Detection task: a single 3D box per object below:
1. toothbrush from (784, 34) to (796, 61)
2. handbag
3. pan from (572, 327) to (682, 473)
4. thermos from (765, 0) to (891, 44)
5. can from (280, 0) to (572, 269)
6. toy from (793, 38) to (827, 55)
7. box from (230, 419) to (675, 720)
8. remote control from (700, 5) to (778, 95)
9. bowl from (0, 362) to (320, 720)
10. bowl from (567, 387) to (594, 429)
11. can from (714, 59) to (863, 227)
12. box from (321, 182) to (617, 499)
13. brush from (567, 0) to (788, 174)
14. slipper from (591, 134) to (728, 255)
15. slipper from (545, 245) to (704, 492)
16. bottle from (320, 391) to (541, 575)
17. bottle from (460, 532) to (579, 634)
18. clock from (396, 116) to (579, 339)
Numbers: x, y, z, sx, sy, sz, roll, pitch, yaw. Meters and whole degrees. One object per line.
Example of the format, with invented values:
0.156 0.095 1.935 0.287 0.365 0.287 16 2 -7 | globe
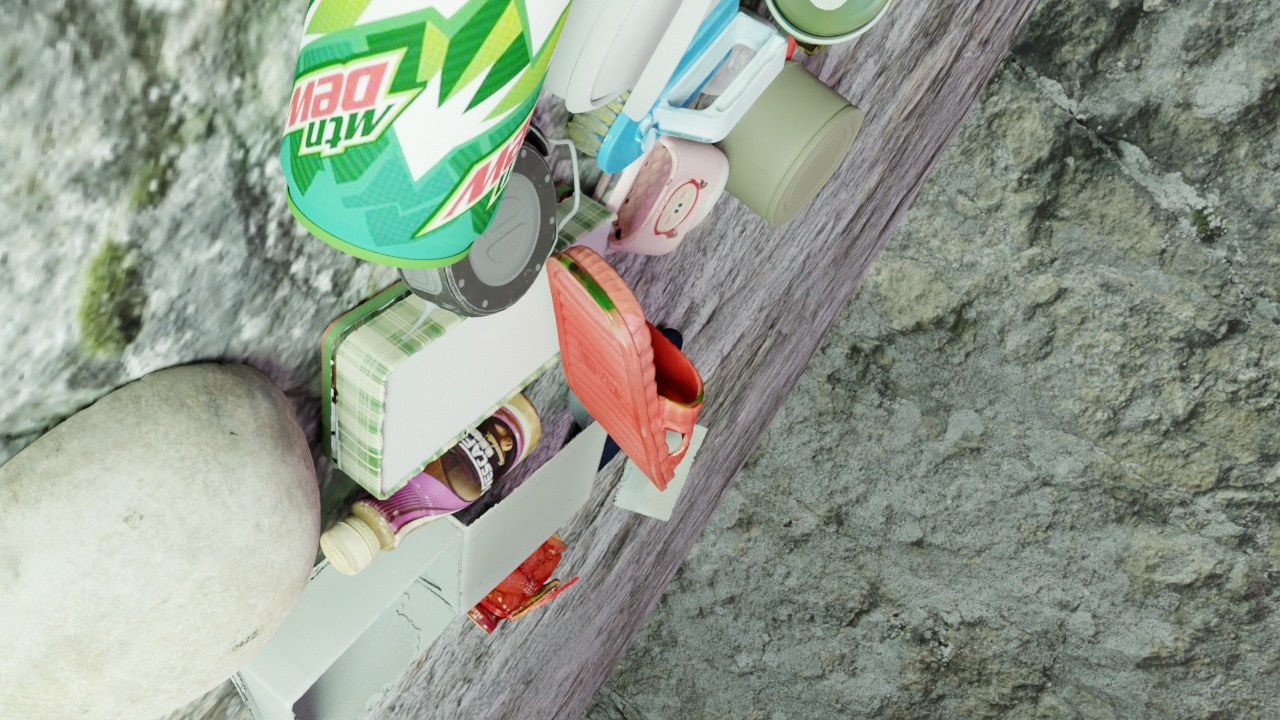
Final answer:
0.141 -0.294 0.753 0.012 0.018 0.213 -46 163 -35 | toothbrush
0.048 -0.216 0.405 0.222 0.095 0.216 -45 -179 -35 | handbag
-0.066 0.103 0.973 0.355 0.021 0.199 -50 165 -23 | pan
0.115 -0.235 0.557 0.082 0.082 0.231 -61 -179 21 | thermos
-0.074 -0.112 0.324 0.082 0.083 0.144 -34 155 -56 | can
0.139 -0.271 0.720 0.100 0.062 0.076 69 38 -80 | toy
-0.130 0.149 0.711 0.367 0.098 0.166 -38 159 -32 | box
0.065 -0.220 0.651 0.114 0.028 0.060 -33 154 -56 | remote control
-0.200 0.096 0.395 0.178 0.081 0.179 -49 163 -20 | bowl
-0.032 0.014 0.845 0.106 0.039 0.106 -50 165 -19 | bowl
0.128 -0.190 0.812 0.127 0.073 0.128 -45 166 -15 | can
-0.096 -0.018 0.542 0.204 0.051 0.118 -44 159 -41 | box
0.022 -0.160 0.549 0.135 0.075 0.055 -51 165 -18 | brush
0.019 -0.120 0.675 0.107 0.056 0.221 -58 167 19 | slipper
-0.003 0.003 0.585 0.059 0.103 0.249 -38 152 -15 | slipper
-0.136 0.077 0.604 0.165 0.059 0.060 -41 160 -43 | bottle
-0.121 0.195 0.854 0.111 0.099 0.099 -46 164 -16 | bottle
-0.080 -0.071 0.452 0.122 0.044 0.091 -45 144 -42 | clock
